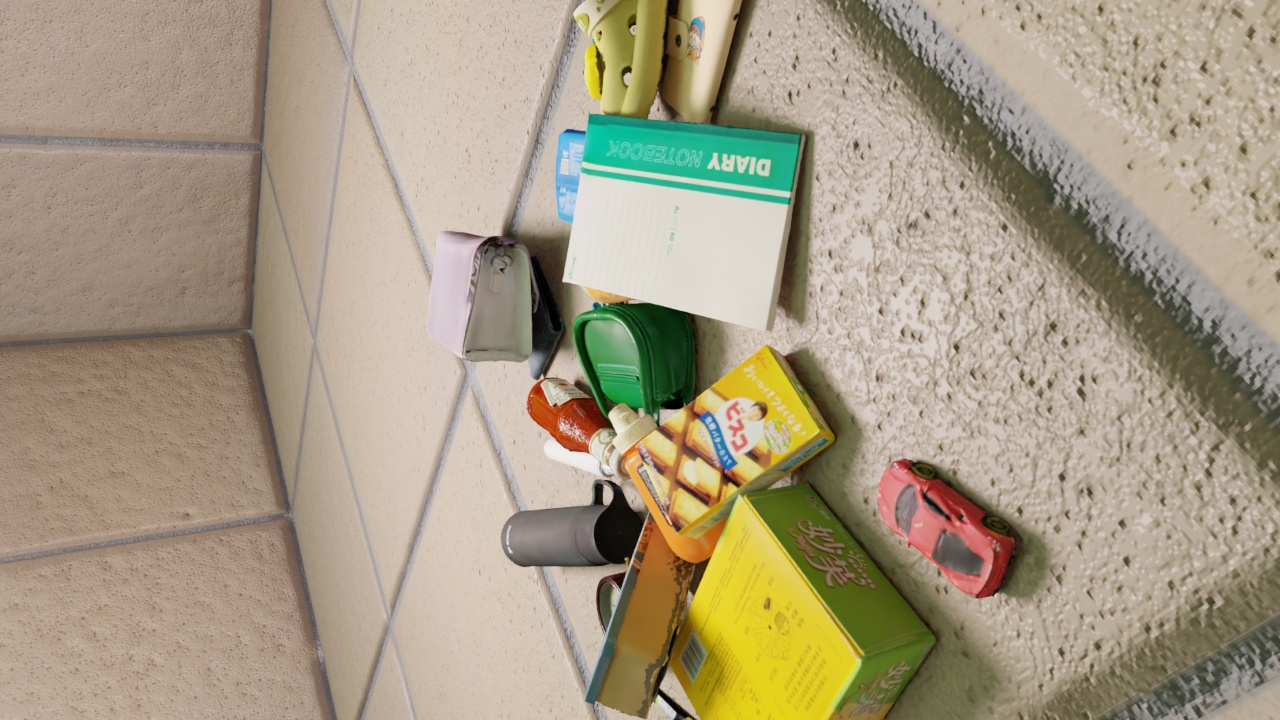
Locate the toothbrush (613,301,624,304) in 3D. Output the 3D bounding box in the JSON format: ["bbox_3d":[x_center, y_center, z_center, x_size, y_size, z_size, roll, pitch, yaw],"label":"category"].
[{"bbox_3d":[-0.019,-0.017,0.932,0.016,0.014,0.189,-179,84,-76],"label":"toothbrush"}]

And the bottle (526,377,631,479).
[{"bbox_3d":[-0.058,0.072,0.964,0.206,0.059,0.060,29,120,57],"label":"bottle"}]

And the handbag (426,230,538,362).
[{"bbox_3d":[-0.191,-0.080,1.105,0.197,0.098,0.145,-159,68,-63],"label":"handbag"}]

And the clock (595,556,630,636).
[{"bbox_3d":[-0.008,0.256,0.916,0.082,0.055,0.122,55,141,40],"label":"clock"}]

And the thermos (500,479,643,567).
[{"bbox_3d":[-0.078,0.185,1.024,0.243,0.068,0.090,-21,59,57],"label":"thermos"}]

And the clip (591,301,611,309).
[{"bbox_3d":[-0.036,-0.044,0.956,0.039,0.013,0.055,-50,51,52],"label":"clip"}]

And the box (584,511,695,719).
[{"bbox_3d":[0.004,0.219,0.788,0.183,0.060,0.090,-62,-9,-57],"label":"box"}]

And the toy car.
[{"bbox_3d":[0.187,0.104,0.581,0.106,0.031,0.049,45,131,50],"label":"toy car"}]

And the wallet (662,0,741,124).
[{"bbox_3d":[0.047,-0.265,0.768,0.087,0.024,0.115,55,142,45],"label":"wallet"}]

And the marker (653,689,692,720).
[{"bbox_3d":[0.040,0.350,0.892,0.124,0.015,0.018,17,109,61],"label":"marker"}]

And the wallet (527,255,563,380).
[{"bbox_3d":[-0.129,-0.052,1.112,0.097,0.019,0.120,-58,44,47],"label":"wallet"}]

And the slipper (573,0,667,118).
[{"bbox_3d":[-0.016,-0.294,0.797,0.091,0.081,0.190,-76,-6,-80],"label":"slipper"}]

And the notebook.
[{"bbox_3d":[0.028,-0.118,0.747,0.209,0.012,0.150,16,103,35],"label":"notebook"}]

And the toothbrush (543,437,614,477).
[{"bbox_3d":[-0.048,0.109,0.989,0.221,0.026,0.026,6,75,60],"label":"toothbrush"}]

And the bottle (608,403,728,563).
[{"bbox_3d":[0.022,0.100,0.787,0.149,0.066,0.067,53,143,7],"label":"bottle"}]

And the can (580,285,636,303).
[{"bbox_3d":[-0.002,-0.085,0.846,0.146,0.058,0.058,-1,94,60],"label":"can"}]

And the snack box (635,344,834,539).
[{"bbox_3d":[0.070,0.064,0.709,0.141,0.033,0.087,-38,55,17],"label":"snack box"}]

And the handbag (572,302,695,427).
[{"bbox_3d":[-0.005,0.005,0.856,0.131,0.067,0.120,0,100,59],"label":"handbag"}]

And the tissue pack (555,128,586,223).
[{"bbox_3d":[-0.036,-0.176,0.895,0.157,0.052,0.095,26,115,56],"label":"tissue pack"}]

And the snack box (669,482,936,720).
[{"bbox_3d":[0.109,0.221,0.694,0.157,0.070,0.211,54,138,42],"label":"snack box"}]
